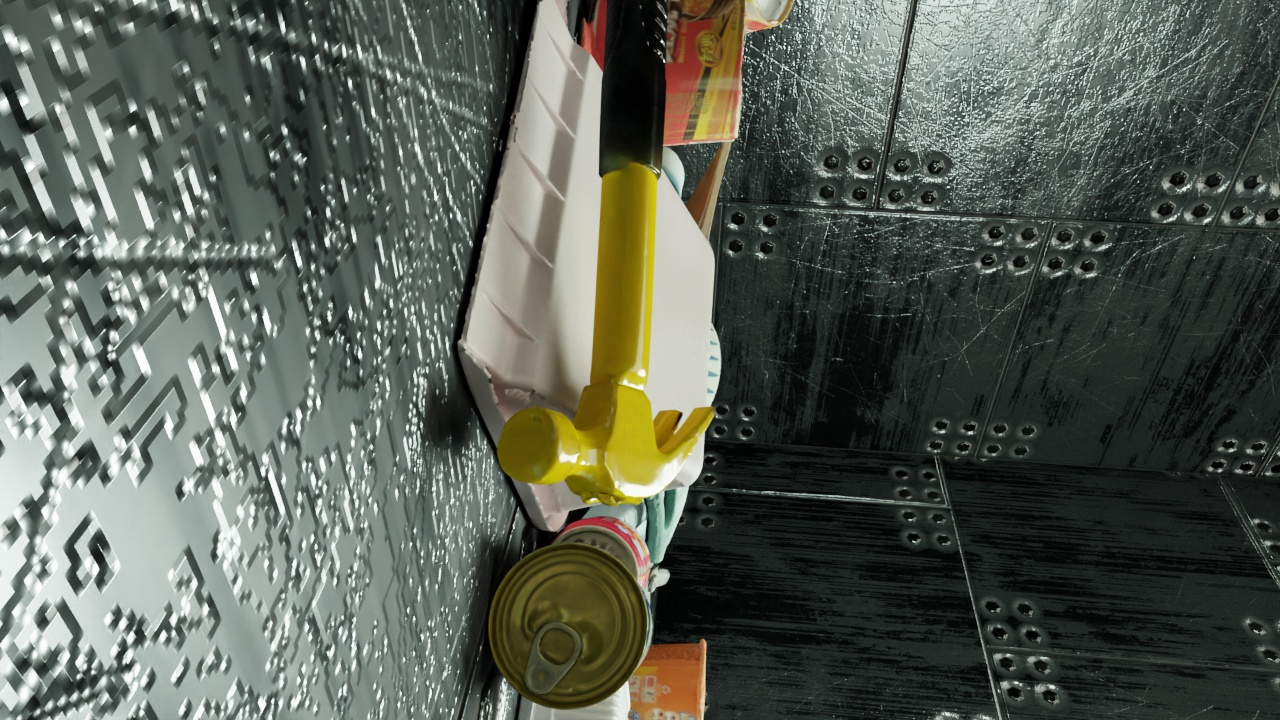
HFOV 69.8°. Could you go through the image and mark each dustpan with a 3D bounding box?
[{"bbox_3d":[-0.054,-0.022,0.513,0.273,0.139,0.222,47,42,-45],"label":"dustpan"}]

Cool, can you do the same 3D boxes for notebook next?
[{"bbox_3d":[0.019,-0.077,0.799,0.212,0.012,0.149,-57,-168,44],"label":"notebook"}]

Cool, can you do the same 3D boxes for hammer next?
[{"bbox_3d":[-0.005,-0.084,0.419,0.128,0.033,0.300,22,68,-57],"label":"hammer"}]

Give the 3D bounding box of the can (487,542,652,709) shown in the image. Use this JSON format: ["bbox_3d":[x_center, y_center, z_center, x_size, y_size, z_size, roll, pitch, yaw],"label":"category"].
[{"bbox_3d":[-0.032,0.138,0.479,0.111,0.075,0.075,82,13,-74],"label":"can"}]

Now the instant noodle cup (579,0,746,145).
[{"bbox_3d":[0.019,-0.213,0.655,0.138,0.108,0.138,7,87,-87],"label":"instant noodle cup"}]

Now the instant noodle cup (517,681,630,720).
[{"bbox_3d":[-0.040,0.252,0.593,0.174,0.060,0.137,90,5,-56],"label":"instant noodle cup"}]

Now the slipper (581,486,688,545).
[{"bbox_3d":[-0.015,0.127,0.794,0.244,0.074,0.104,-35,135,-64],"label":"slipper"}]

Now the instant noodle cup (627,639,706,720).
[{"bbox_3d":[-0.006,0.298,0.741,0.151,0.111,0.151,6,87,-86],"label":"instant noodle cup"}]

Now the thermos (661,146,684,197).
[{"bbox_3d":[0.006,-0.139,0.822,0.220,0.070,0.070,-82,174,-64],"label":"thermos"}]

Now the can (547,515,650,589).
[{"bbox_3d":[-0.028,0.135,0.594,0.094,0.066,0.066,68,26,-82],"label":"can"}]

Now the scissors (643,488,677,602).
[{"bbox_3d":[-0.006,0.166,0.709,0.180,0.019,0.170,-46,146,-53],"label":"scissors"}]

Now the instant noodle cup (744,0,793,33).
[{"bbox_3d":[0.055,-0.316,0.726,0.137,0.110,0.138,-16,110,-56],"label":"instant noodle cup"}]

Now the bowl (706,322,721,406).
[{"bbox_3d":[-0.004,0.004,0.683,0.066,0.117,0.116,16,73,-41],"label":"bowl"}]
